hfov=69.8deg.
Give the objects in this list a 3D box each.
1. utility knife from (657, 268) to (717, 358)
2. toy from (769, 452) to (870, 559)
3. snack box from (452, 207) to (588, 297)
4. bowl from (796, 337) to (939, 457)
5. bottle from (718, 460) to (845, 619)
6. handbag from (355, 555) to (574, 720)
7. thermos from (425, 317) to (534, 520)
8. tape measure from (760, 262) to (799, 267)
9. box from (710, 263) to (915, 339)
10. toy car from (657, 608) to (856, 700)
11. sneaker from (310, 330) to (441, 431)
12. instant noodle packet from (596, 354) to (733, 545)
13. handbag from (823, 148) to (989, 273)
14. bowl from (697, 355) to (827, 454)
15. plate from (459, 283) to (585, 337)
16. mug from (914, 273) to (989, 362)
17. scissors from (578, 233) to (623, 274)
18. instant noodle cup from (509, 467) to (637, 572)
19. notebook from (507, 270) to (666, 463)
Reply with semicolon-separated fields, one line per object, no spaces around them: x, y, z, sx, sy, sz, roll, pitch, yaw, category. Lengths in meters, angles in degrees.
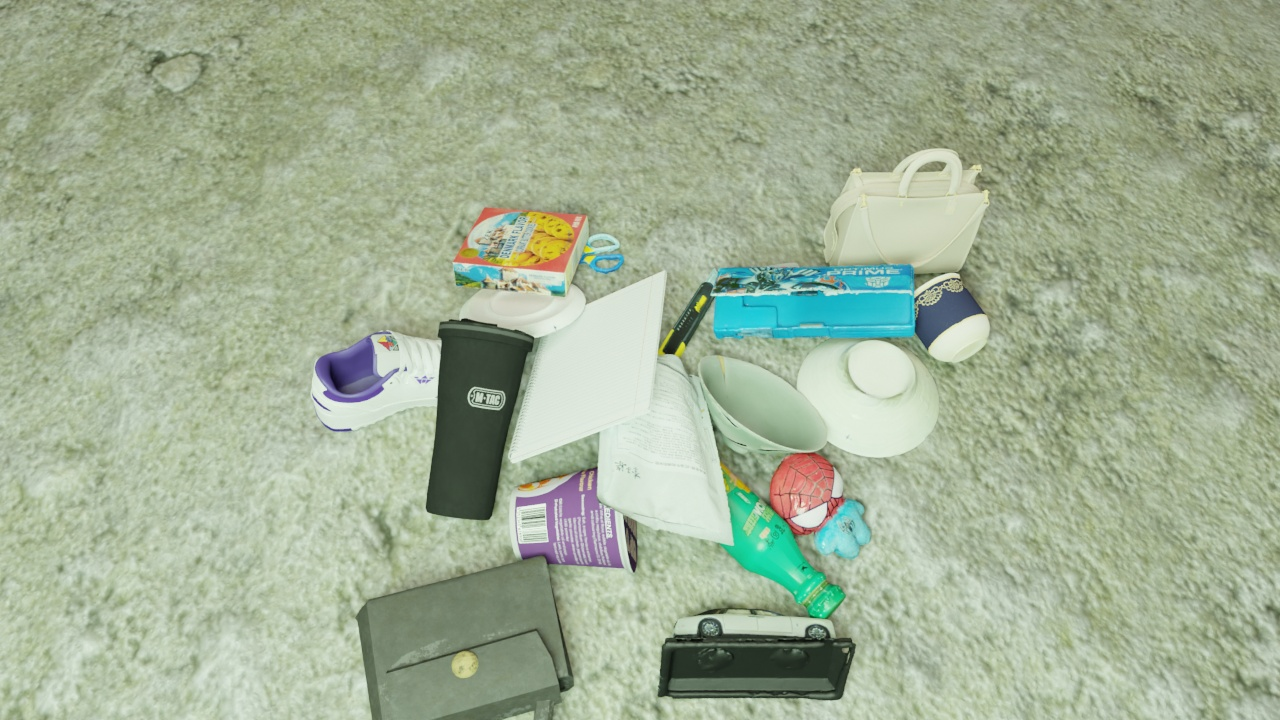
0.062;-0.050;1.173;0.029;0.020;0.187;25;60;10;utility knife
0.201;0.163;1.025;0.133;0.062;0.092;44;69;10;toy
-0.151;-0.141;1.177;0.145;0.040;0.142;6;40;7;snack box
0.282;0.026;1.111;0.176;0.058;0.176;1;58;-2;bowl
0.130;0.195;0.995;0.068;0.068;0.209;-38;67;-23;bottle
-0.166;0.311;0.892;0.197;0.102;0.199;-13;60;-10;handbag
-0.184;0.062;1.012;0.106;0.106;0.218;8;84;2;thermos
0.187;-0.097;1.204;0.062;0.020;0.060;-11;65;-8;tape measure
0.209;-0.084;1.123;0.244;0.085;0.091;0;65;15;box
0.113;0.292;0.936;0.192;0.094;0.071;1;37;-1;toy car
-0.267;0.003;1.072;0.244;0.111;0.091;-16;60;-12;sneaker
0.018;0.084;0.993;0.146;0.057;0.268;17;35;-15;instant noodle packet
0.343;-0.196;1.168;0.194;0.198;0.101;-2;59;-4;handbag
0.127;0.070;1.068;0.174;0.068;0.174;23;26;-12;bowl
-0.147;-0.070;1.139;0.157;0.014;0.156;-4;32;3;plate
0.394;-0.047;1.155;0.111;0.086;0.089;1;53;-45;mug
-0.086;-0.133;1.222;0.130;0.022;0.070;-11;59;-14;scissors
-0.072;0.164;0.986;0.122;0.122;0.136;-6;67;5;instant noodle cup
-0.056;0.003;1.044;0.178;0.013;0.245;-22;34;23;notebook
